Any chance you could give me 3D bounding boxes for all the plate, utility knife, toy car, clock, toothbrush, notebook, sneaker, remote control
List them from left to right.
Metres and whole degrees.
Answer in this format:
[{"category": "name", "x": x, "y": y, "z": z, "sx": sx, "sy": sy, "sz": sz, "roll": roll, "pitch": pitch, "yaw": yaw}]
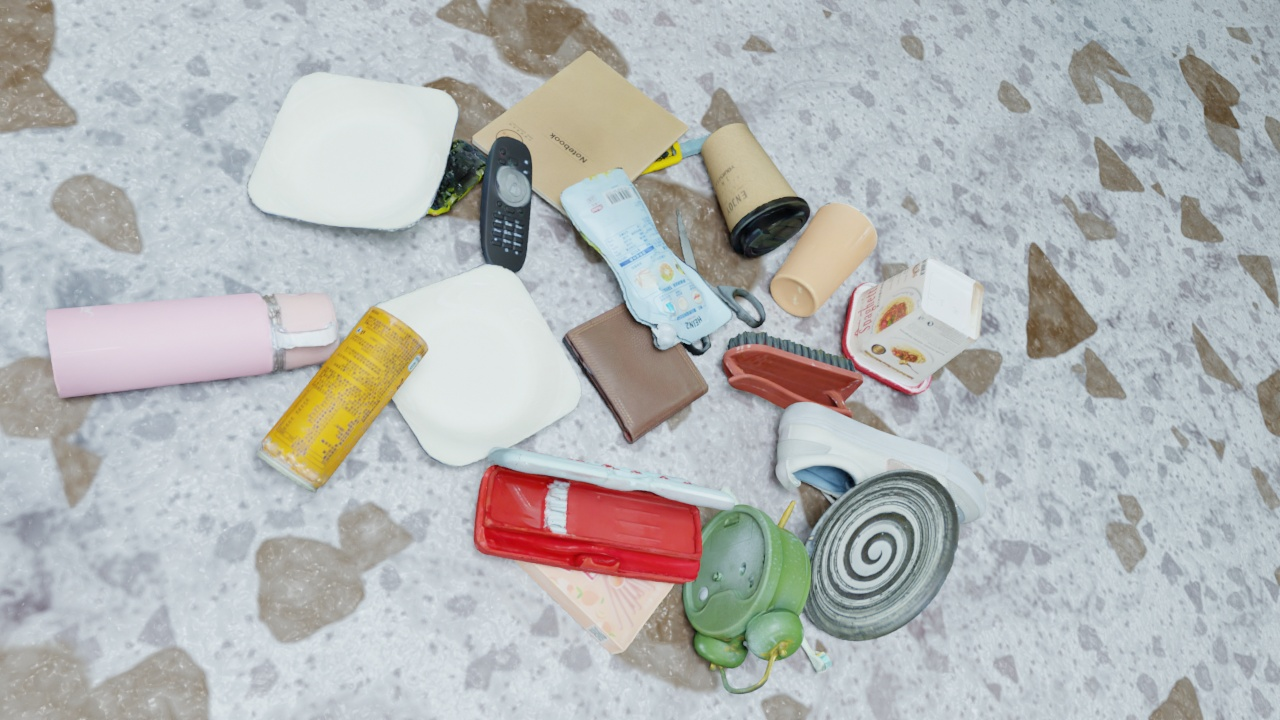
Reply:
[{"category": "plate", "x": -0.252, "y": -0.182, "z": 0.824, "sx": 0.164, "sy": 0.034, "sz": 0.163, "roll": 9, "pitch": 64, "yaw": 3}, {"category": "toy car", "x": -0.185, "y": -0.174, "z": 0.880, "sx": 0.048, "sy": 0.032, "sz": 0.105, "roll": 37, "pitch": 45, "yaw": -6}, {"category": "plate", "x": -0.150, "y": 0.005, "z": 0.810, "sx": 0.163, "sy": 0.034, "sz": 0.163, "roll": -25, "pitch": 80, "yaw": -33}, {"category": "remote control", "x": -0.131, "y": -0.149, "z": 0.889, "sx": 0.053, "sy": 0.024, "sz": 0.136, "roll": 12, "pitch": 75, "yaw": -37}, {"category": "notebook", "x": -0.058, "y": -0.241, "z": 0.974, "sx": 0.148, "sy": 0.008, "sz": 0.207, "roll": 38, "pitch": 55, "yaw": 4}, {"category": "utility knife", "x": 0.013, "y": -0.224, "z": 1.008, "sx": 0.222, "sy": 0.015, "sz": 0.033, "roll": -25, "pitch": 79, "yaw": -32}, {"category": "clock", "x": 0.091, "y": 0.203, "z": 0.789, "sx": 0.056, "sy": 0.116, "sz": 0.161, "roll": 25, "pitch": 55, "yaw": -26}, {"category": "toothbrush", "x": 0.125, "y": 0.203, "z": 0.862, "sx": 0.020, "sy": 0.029, "sz": 0.189, "roll": -31, "pitch": 78, "yaw": 7}, {"category": "plate", "x": 0.223, "y": 0.182, "z": 0.869, "sx": 0.179, "sy": 0.024, "sz": 0.179, "roll": -7, "pitch": 110, "yaw": -22}, {"category": "sneaker", "x": 0.241, "y": 0.128, "z": 0.912, "sx": 0.242, "sy": 0.090, "sz": 0.090, "roll": 24, "pitch": 61, "yaw": -14}]

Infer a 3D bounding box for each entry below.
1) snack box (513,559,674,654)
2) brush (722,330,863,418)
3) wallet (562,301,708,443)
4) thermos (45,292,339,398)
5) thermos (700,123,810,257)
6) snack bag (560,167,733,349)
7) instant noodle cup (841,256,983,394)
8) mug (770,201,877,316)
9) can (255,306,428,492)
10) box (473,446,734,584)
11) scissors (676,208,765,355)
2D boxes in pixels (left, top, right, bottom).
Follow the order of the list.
[{"category": "snack box", "x": -0.050, "y": 0.167, "z": 0.788, "sx": 0.157, "sy": 0.026, "sz": 0.084, "roll": 44, "pitch": 56, "yaw": -2}, {"category": "brush", "x": 0.150, "y": 0.019, "z": 0.933, "sx": 0.145, "sy": 0.063, "sz": 0.069, "roll": 17, "pitch": 47, "yaw": -17}, {"category": "wallet", "x": -0.005, "y": 0.005, "z": 0.885, "sx": 0.101, "sy": 0.032, "sz": 0.124, "roll": -29, "pitch": 81, "yaw": -31}, {"category": "thermos", "x": -0.334, "y": -0.014, "z": 0.700, "sx": 0.198, "sy": 0.087, "sz": 0.067, "roll": -6, "pitch": 104, "yaw": -28}, {"category": "thermos", "x": 0.121, "y": -0.186, "z": 1.004, "sx": 0.092, "sy": 0.093, "sz": 0.143, "roll": -10, "pitch": 65, "yaw": -30}, {"category": "snack bag", "x": 0.005, "y": -0.099, "z": 0.901, "sx": 0.110, "sy": 0.039, "sz": 0.191, "roll": -29, "pitch": 84, "yaw": -50}, {"category": "instant noodle cup", "x": 0.298, "y": -0.042, "z": 0.997, "sx": 0.116, "sy": 0.124, "sz": 0.116, "roll": 26, "pitch": 58, "yaw": -13}, {"category": "mug", "x": 0.198, "y": -0.108, "z": 1.013, "sx": 0.078, "sy": 0.078, "sz": 0.122, "roll": 43, "pitch": 61, "yaw": -2}, {"category": "can", "x": -0.232, "y": 0.029, "z": 0.720, "sx": 0.058, "sy": 0.058, "sz": 0.145, "roll": 37, "pitch": 75, "yaw": -6}, {"category": "box", "x": -0.026, "y": 0.117, "z": 0.746, "sx": 0.201, "sy": 0.101, "sz": 0.095, "roll": 14, "pitch": 59, "yaw": -20}, {"category": "scissors", "x": 0.057, "y": -0.081, "z": 0.967, "sx": 0.181, "sy": 0.014, "sz": 0.159, "roll": 28, "pitch": 56, "yaw": -9}]
